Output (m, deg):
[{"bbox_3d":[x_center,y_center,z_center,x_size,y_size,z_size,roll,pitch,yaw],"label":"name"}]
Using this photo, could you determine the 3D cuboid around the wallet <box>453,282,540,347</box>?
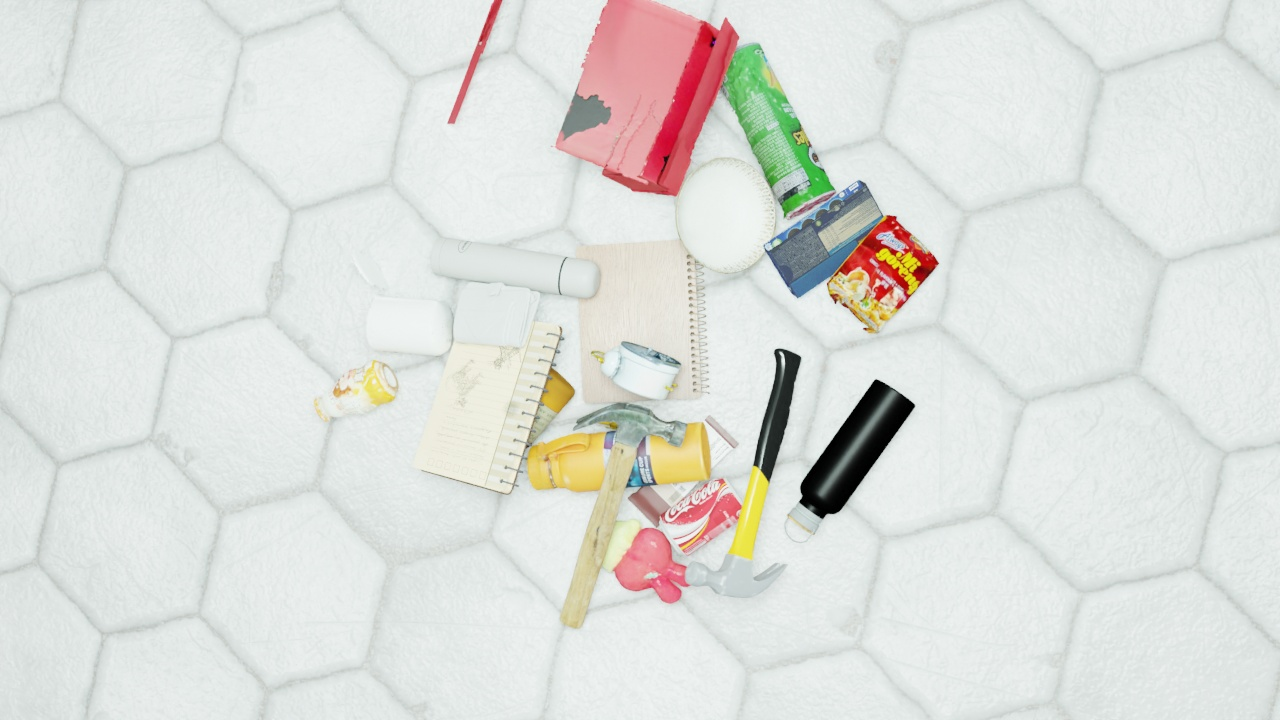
[{"bbox_3d":[-0.191,-0.060,1.191,0.116,0.032,0.086,2,75,29],"label":"wallet"}]

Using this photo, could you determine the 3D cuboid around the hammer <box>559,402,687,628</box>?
[{"bbox_3d":[-0.050,0.203,1.164,0.132,0.033,0.331,18,112,1],"label":"hammer"}]

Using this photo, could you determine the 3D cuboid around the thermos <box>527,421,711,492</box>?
[{"bbox_3d":[-0.030,0.121,1.188,0.233,0.076,0.091,-7,111,12],"label":"thermos"}]

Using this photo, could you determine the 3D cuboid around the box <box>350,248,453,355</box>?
[{"bbox_3d":[-0.321,-0.080,1.229,0.137,0.083,0.143,2,95,7],"label":"box"}]

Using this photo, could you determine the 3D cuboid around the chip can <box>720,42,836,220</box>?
[{"bbox_3d":[0.170,-0.296,1.181,0.075,0.075,0.223,-26,87,5],"label":"chip can"}]

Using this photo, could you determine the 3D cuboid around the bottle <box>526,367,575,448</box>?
[{"bbox_3d":[-0.160,0.079,1.215,0.068,0.068,0.157,41,93,5],"label":"bottle"}]

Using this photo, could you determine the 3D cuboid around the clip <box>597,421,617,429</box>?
[{"bbox_3d":[-0.038,0.082,1.217,0.050,0.053,0.044,-25,70,29],"label":"clip"}]

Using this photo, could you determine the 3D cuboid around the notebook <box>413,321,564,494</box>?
[{"bbox_3d":[-0.196,0.049,1.188,0.168,0.024,0.225,10,77,30],"label":"notebook"}]

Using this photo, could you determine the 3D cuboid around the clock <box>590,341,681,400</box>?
[{"bbox_3d":[-0.007,0.007,1.171,0.117,0.083,0.057,21,98,6],"label":"clock"}]

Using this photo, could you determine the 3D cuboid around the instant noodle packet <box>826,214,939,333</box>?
[{"bbox_3d":[0.307,-0.107,1.169,0.098,0.039,0.135,40,93,-18],"label":"instant noodle packet"}]

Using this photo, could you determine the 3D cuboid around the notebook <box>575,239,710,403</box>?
[{"bbox_3d":[0.003,-0.052,1.223,0.169,0.022,0.210,-3,89,7],"label":"notebook"}]

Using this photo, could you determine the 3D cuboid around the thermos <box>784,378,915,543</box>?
[{"bbox_3d":[0.259,0.135,1.174,0.061,0.061,0.231,35,93,5],"label":"thermos"}]

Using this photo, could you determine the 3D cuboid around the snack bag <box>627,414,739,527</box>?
[{"bbox_3d":[0.056,0.147,1.219,0.057,0.013,0.158,44,94,5],"label":"snack bag"}]

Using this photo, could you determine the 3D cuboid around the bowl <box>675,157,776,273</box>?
[{"bbox_3d":[0.098,-0.185,1.178,0.145,0.063,0.145,-4,100,-24],"label":"bowl"}]

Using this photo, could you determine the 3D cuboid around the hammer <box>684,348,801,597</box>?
[{"bbox_3d":[0.154,0.141,1.163,0.127,0.029,0.323,22,75,-22],"label":"hammer"}]

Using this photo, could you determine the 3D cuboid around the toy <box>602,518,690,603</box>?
[{"bbox_3d":[0.006,0.263,1.206,0.135,0.045,0.092,31,102,11],"label":"toy"}]

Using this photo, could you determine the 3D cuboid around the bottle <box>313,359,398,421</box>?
[{"bbox_3d":[-0.385,0.045,1.240,0.109,0.063,0.063,-27,87,5],"label":"bottle"}]

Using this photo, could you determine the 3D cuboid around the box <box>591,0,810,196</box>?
[{"bbox_3d":[0.042,-0.308,0.979,0.141,0.511,0.215,22,92,-10],"label":"box"}]

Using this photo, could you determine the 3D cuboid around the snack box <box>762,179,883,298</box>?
[{"bbox_3d":[0.241,-0.155,1.179,0.150,0.027,0.082,-33,117,4],"label":"snack box"}]

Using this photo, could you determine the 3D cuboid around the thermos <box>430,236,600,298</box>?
[{"bbox_3d":[-0.164,-0.122,1.213,0.224,0.052,0.052,10,90,12],"label":"thermos"}]

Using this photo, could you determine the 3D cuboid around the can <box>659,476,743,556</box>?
[{"bbox_3d":[0.081,0.201,1.189,0.105,0.064,0.064,-35,86,3],"label":"can"}]
